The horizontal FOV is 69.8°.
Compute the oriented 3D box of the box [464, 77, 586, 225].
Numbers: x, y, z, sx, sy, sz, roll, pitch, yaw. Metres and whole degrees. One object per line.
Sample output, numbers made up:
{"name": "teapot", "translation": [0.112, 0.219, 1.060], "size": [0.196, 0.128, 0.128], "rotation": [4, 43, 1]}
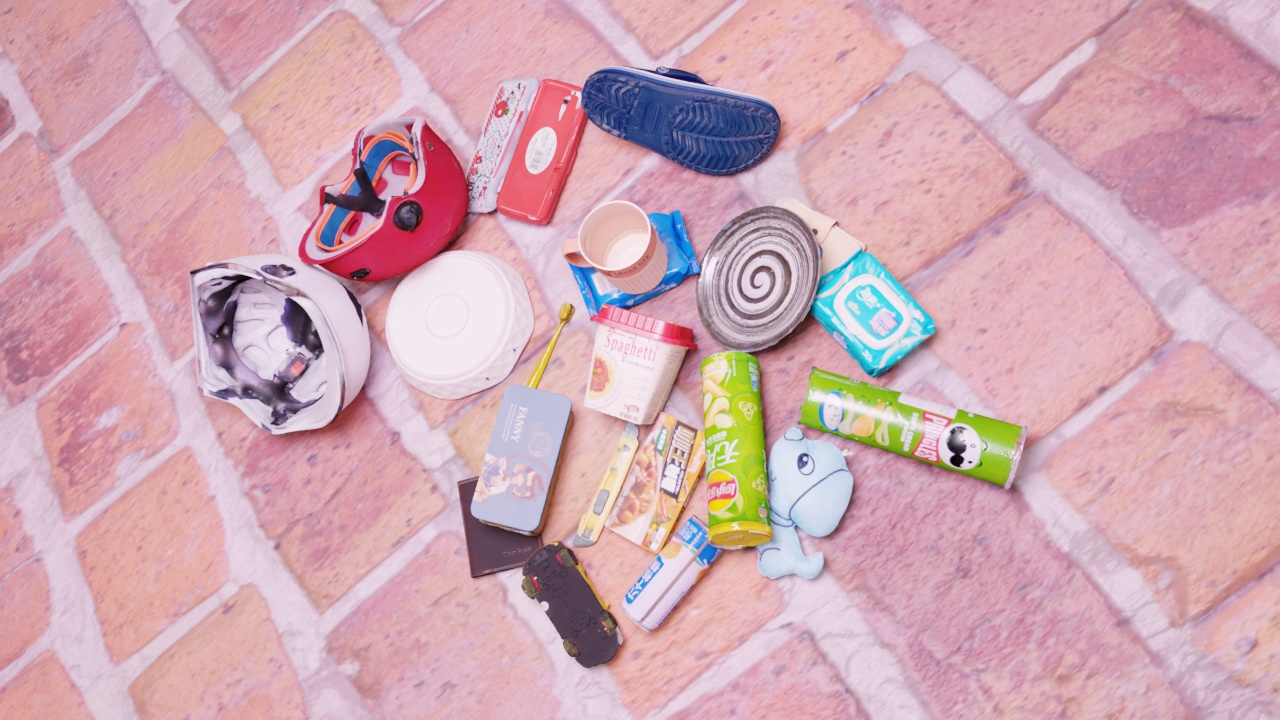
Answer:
{"name": "box", "translation": [-0.161, -0.286, 1.236], "size": [0.161, 0.059, 0.201], "rotation": [14, 80, 22]}

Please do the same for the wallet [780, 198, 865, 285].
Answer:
{"name": "wallet", "translation": [0.205, -0.140, 1.112], "size": [0.115, 0.024, 0.087], "rotation": [37, 87, 21]}

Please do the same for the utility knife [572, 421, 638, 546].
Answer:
{"name": "utility knife", "translation": [-0.038, 0.151, 1.114], "size": [0.031, 0.018, 0.167], "rotation": [22, 79, 13]}

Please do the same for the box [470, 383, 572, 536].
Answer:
{"name": "box", "translation": [-0.139, 0.115, 1.110], "size": [0.090, 0.062, 0.184], "rotation": [11, 77, 3]}

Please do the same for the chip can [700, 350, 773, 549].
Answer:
{"name": "chip can", "translation": [0.106, 0.096, 1.036], "size": [0.073, 0.072, 0.221], "rotation": [-8, 64, 13]}

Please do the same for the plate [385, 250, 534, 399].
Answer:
{"name": "plate", "translation": [-0.244, -0.053, 1.202], "size": [0.205, 0.045, 0.204], "rotation": [-4, 75, 14]}

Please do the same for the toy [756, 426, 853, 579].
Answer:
{"name": "toy", "translation": [0.180, 0.158, 1.031], "size": [0.156, 0.049, 0.161], "rotation": [-30, 69, 14]}

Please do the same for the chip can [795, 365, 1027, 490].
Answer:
{"name": "chip can", "translation": [0.294, 0.071, 1.010], "size": [0.236, 0.072, 0.072], "rotation": [17, 81, 19]}

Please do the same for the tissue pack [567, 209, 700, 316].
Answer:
{"name": "tissue pack", "translation": [-0.007, -0.120, 1.150], "size": [0.157, 0.052, 0.095], "rotation": [-24, 74, 9]}

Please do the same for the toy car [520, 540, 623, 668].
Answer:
{"name": "toy car", "translation": [-0.080, 0.286, 1.074], "size": [0.071, 0.041, 0.156], "rotation": [-38, 74, 4]}

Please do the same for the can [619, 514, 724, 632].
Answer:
{"name": "can", "translation": [0.037, 0.243, 1.046], "size": [0.053, 0.053, 0.134], "rotation": [40, 89, 20]}

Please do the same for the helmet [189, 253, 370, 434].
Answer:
{"name": "helmet", "translation": [-0.446, -0.032, 1.186], "size": [0.259, 0.145, 0.229], "rotation": [13, 116, 18]}

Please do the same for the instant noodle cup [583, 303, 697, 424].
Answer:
{"name": "instant noodle cup", "translation": [-0.006, 0.006, 1.092], "size": [0.116, 0.116, 0.124], "rotation": [16, 93, 18]}

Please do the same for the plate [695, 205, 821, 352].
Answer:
{"name": "plate", "translation": [0.141, -0.096, 1.092], "size": [0.180, 0.024, 0.179], "rotation": [-12, 72, 40]}

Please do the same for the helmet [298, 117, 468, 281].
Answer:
{"name": "helmet", "translation": [-0.318, -0.190, 1.193], "size": [0.207, 0.144, 0.239], "rotation": [13, 70, 45]}

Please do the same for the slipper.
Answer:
{"name": "slipper", "translation": [0.051, -0.312, 1.164], "size": [0.253, 0.105, 0.095], "rotation": [15, 39, 5]}

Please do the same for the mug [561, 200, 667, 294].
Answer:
{"name": "mug", "translation": [-0.032, -0.127, 1.072], "size": [0.115, 0.106, 0.081], "rotation": [-5, 77, 14]}

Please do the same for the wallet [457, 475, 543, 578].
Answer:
{"name": "wallet", "translation": [-0.173, 0.198, 1.134], "size": [0.096, 0.020, 0.122], "rotation": [-15, 74, 8]}

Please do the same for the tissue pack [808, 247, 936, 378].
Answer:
{"name": "tissue pack", "translation": [0.261, -0.055, 1.053], "size": [0.093, 0.050, 0.133], "rotation": [-42, 79, 1]}

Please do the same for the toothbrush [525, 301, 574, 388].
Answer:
{"name": "toothbrush", "translation": [-0.131, 0.011, 1.169], "size": [0.016, 0.016, 0.190], "rotation": [23, 84, 20]}

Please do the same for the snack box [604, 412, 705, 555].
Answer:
{"name": "snack box", "translation": [0.025, 0.146, 1.088], "size": [0.075, 0.026, 0.153], "rotation": [25, 84, 19]}
